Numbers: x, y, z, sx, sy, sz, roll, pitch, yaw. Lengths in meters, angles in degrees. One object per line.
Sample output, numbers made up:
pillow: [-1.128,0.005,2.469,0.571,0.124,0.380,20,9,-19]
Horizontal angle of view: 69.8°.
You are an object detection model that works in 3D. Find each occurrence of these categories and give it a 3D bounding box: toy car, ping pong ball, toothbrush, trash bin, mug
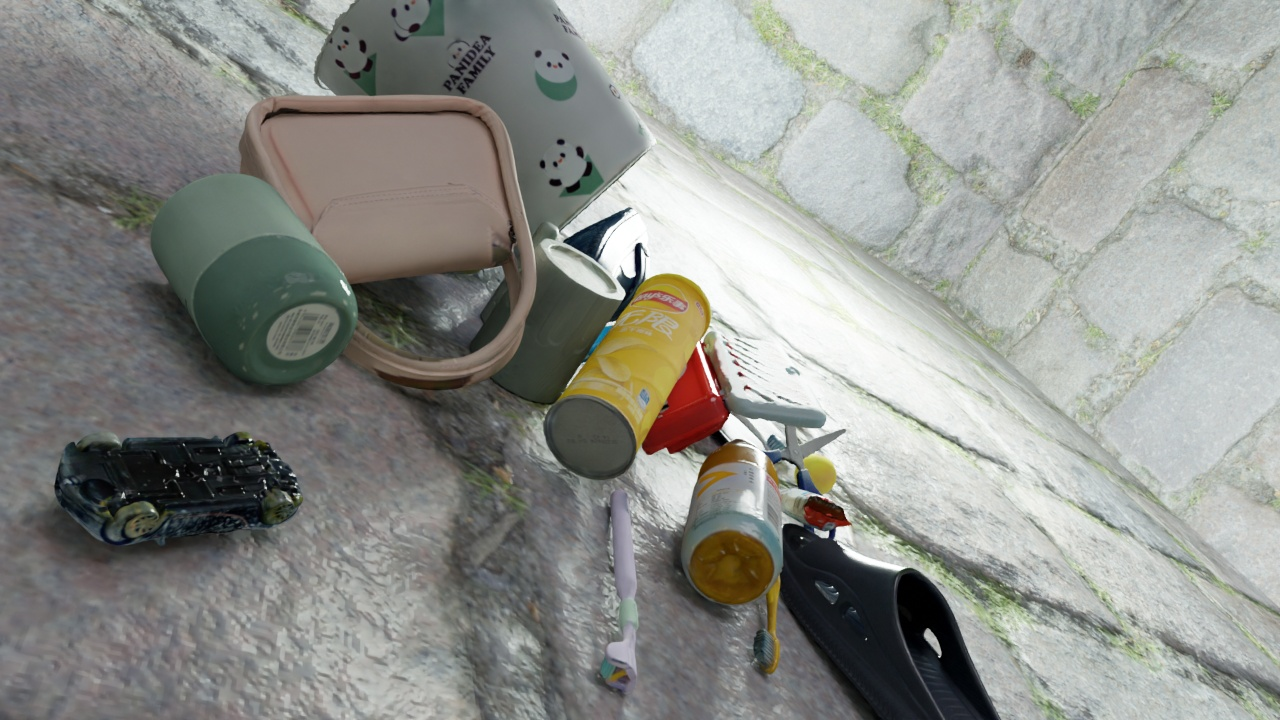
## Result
toy car: [-0.200,0.057,0.400,0.049,0.031,0.105,45,20,28]
ping pong ball: [0.170,0.111,0.890,0.040,0.040,0.040,31,19,-13]
toothbrush: [-0.013,0.131,0.567,0.189,0.021,0.029,-94,165,-68]
toothbrush: [0.062,0.019,0.898,0.221,0.026,0.026,46,30,23]
trash bin: [-0.135,-0.241,0.873,0.252,0.230,0.229,48,17,-9]
mug: [-0.217,-0.038,0.540,0.106,0.082,0.112,45,-10,27]
toothbrush: [0.092,0.153,0.664,0.018,0.016,0.191,50,23,-15]
mug: [-0.080,-0.043,0.734,0.083,0.103,0.124,19,26,-40]

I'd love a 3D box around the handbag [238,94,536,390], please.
handbag: [-0.166,-0.082,0.655,0.193,0.094,0.234,-13,61,-30]

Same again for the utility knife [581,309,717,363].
utility knife: [-0.003,-0.026,0.839,0.190,0.018,0.034,-18,34,-35]

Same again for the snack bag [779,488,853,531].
snack bag: [0.135,0.120,0.745,0.045,0.026,0.105,20,-5,-10]

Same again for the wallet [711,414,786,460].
wallet: [0.100,0.066,0.916,0.097,0.019,0.120,46,24,27]

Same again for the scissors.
scissors: [0.137,0.095,0.833,0.175,0.012,0.162,-7,60,-34]

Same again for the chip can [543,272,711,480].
chip can: [-0.004,0.004,0.717,0.072,0.072,0.212,35,34,-1]

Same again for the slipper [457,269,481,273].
slipper: [-0.205,-0.144,0.799,0.190,0.082,0.091,25,19,-35]

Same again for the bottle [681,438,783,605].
bottle: [0.071,0.109,0.683,0.068,0.068,0.189,35,18,-3]

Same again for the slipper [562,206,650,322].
slipper: [-0.046,-0.083,0.914,0.095,0.105,0.252,60,21,-14]

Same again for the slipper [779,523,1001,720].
slipper: [0.194,0.198,0.655,0.110,0.083,0.268,23,20,-38]

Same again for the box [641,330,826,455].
box: [0.066,0.018,0.794,0.161,0.060,0.201,-9,19,0]
